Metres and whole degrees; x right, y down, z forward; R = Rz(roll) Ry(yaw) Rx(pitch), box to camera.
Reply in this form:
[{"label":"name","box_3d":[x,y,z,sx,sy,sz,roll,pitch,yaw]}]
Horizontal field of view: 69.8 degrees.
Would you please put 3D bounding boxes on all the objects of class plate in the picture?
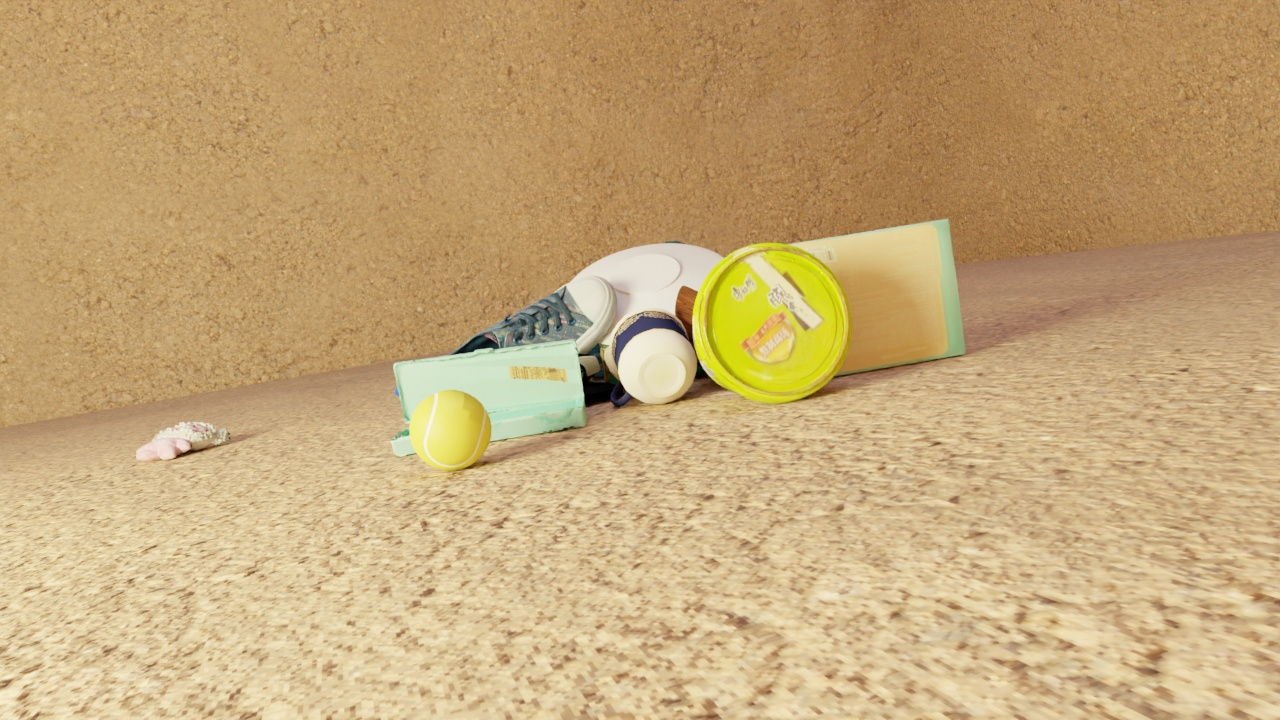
[{"label":"plate","box_3d":[0.008,-0.099,1.166,0.229,0.030,0.229,-8,37,6]}]

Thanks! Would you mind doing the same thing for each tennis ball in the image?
[{"label":"tennis ball","box_3d":[-0.154,0.056,0.745,0.065,0.065,0.065,-9,5,1]}]

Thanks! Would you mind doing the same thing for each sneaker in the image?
[{"label":"sneaker","box_3d":[-0.132,-0.027,1.083,0.235,0.087,0.079,-34,-29,-3]}]

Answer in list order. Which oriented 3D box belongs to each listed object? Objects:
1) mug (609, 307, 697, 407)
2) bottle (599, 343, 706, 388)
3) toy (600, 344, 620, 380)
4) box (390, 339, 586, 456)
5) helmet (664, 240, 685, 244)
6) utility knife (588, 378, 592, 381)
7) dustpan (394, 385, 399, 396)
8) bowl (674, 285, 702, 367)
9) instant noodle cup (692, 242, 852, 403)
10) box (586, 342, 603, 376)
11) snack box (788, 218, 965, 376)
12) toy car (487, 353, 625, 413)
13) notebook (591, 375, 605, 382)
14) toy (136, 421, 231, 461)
[{"label":"mug","box_3d":[0.007,0.009,0.953,0.112,0.085,0.089,-51,19,12]},{"label":"bottle","box_3d":[0.057,-0.012,1.130,0.210,0.068,0.068,-9,5,0]},{"label":"toy","box_3d":[-0.006,0.006,1.044,0.112,0.050,0.087,-2,-26,42]},{"label":"box","box_3d":[-0.150,0.030,0.897,0.188,0.093,0.077,-9,4,0]},{"label":"helmet","box_3d":[0.047,-0.080,1.377,0.200,0.176,0.274,-12,-10,15]},{"label":"utility knife","box_3d":[-0.135,0.042,1.086,0.172,0.029,0.020,-13,28,-30]},{"label":"dustpan","box_3d":[-0.180,0.006,1.291,0.257,0.059,0.246,-7,3,-38]},{"label":"bowl","box_3d":[0.093,-0.018,1.028,0.147,0.069,0.147,30,3,-2]},{"label":"instant noodle cup","box_3d":[0.116,-0.030,0.862,0.146,0.146,0.098,-10,-6,-8]},{"label":"box","box_3d":[0.017,-0.044,1.222,0.244,0.115,0.093,-5,4,11]},{"label":"snack box","box_3d":[0.230,-0.061,0.948,0.193,0.141,0.044,-10,5,-6]},{"label":"toy car","box_3d":[-0.123,0.026,1.028,0.191,0.071,0.094,-13,5,-31]},{"label":"notebook","box_3d":[-0.129,0.036,1.259,0.177,0.013,0.246,-11,5,-38]},{"label":"toy","box_3d":[-0.598,0.104,1.185,0.096,0.041,0.108,-7,11,9]}]
